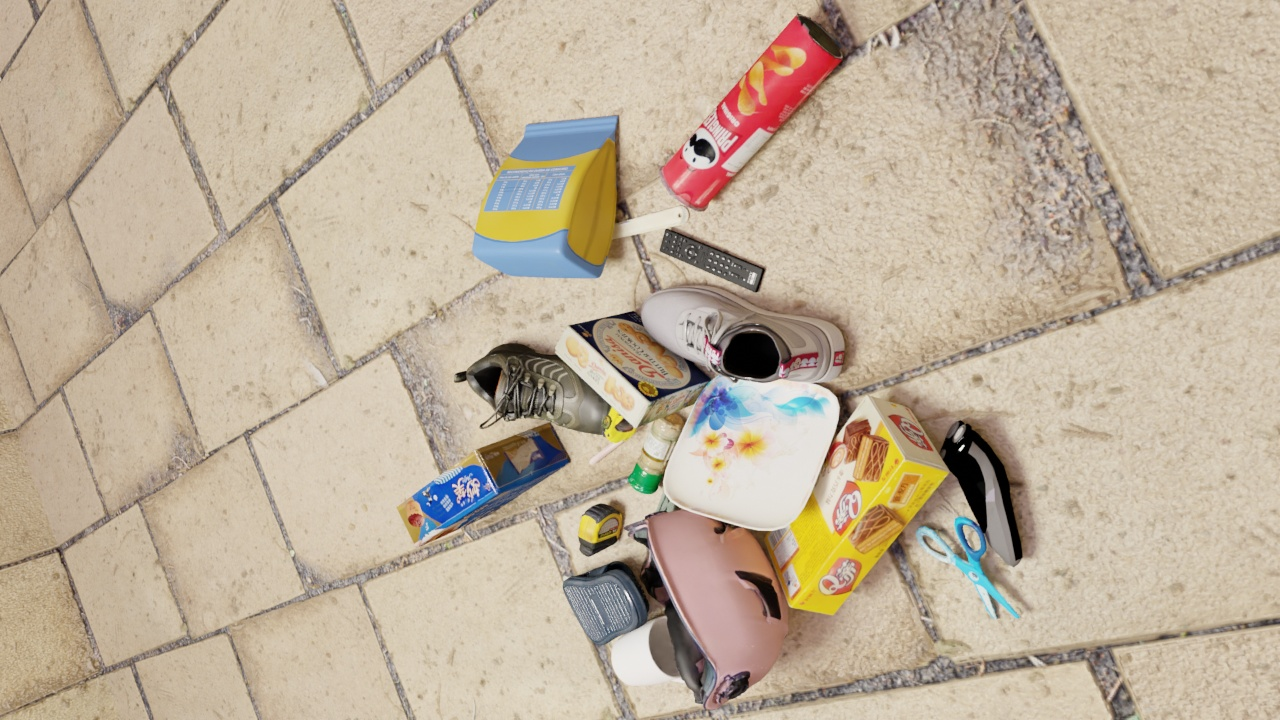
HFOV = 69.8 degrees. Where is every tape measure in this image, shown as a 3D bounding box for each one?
[{"bbox_3d":[-0.057,0.226,1.252,0.037,0.065,0.064,20,116,34],"label":"tape measure"}]

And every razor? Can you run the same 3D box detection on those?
[{"bbox_3d":[0.359,0.140,0.951,0.060,0.057,0.156,-32,90,7],"label":"razor"}]

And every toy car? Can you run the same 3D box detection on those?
[{"bbox_3d":[-0.015,0.060,1.183,0.030,0.049,0.107,33,106,44],"label":"toy car"}]

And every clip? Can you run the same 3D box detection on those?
[{"bbox_3d":[0.031,0.189,1.209,0.049,0.023,0.078,17,112,30],"label":"clip"}]

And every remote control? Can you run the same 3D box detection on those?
[{"bbox_3d":[0.084,-0.121,1.107,0.140,0.009,0.030,27,114,26],"label":"remote control"}]

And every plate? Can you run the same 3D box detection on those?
[{"bbox_3d":[0.128,0.102,1.058,0.187,0.016,0.186,10,65,37],"label":"plate"}]

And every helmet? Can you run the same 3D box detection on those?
[{"bbox_3d":[0.088,0.277,1.073,0.256,0.152,0.229,73,174,-51],"label":"helmet"}]

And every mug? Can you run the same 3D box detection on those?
[{"bbox_3d":[0.026,0.404,1.235,0.114,0.080,0.088,41,133,-16],"label":"mug"}]

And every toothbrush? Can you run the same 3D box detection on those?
[{"bbox_3d":[-0.013,0.091,1.222,0.182,0.015,0.018,-41,69,34],"label":"toothbrush"}]

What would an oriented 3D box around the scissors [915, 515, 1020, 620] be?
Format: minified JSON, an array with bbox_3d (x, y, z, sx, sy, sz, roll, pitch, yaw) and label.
[{"bbox_3d":[0.357,0.219,0.970,0.140,0.013,0.115,49,150,20],"label":"scissors"}]

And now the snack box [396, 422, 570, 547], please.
[{"bbox_3d":[-0.224,0.177,1.303,0.203,0.154,0.069,-35,80,35],"label":"snack box"}]

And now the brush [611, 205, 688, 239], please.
[{"bbox_3d":[-0.030,-0.167,1.180,0.218,0.012,0.033,-8,95,34],"label":"brush"}]

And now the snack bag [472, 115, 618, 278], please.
[{"bbox_3d":[-0.112,-0.214,1.175,0.159,0.102,0.205,5,77,34],"label":"snack bag"}]

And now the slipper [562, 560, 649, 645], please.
[{"bbox_3d":[-0.029,0.319,1.231,0.101,0.082,0.264,65,154,8],"label":"slipper"}]

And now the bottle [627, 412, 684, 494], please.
[{"bbox_3d":[0.020,0.119,1.188,0.043,0.043,0.111,34,117,25],"label":"bottle"}]

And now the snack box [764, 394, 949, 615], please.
[{"bbox_3d":[0.229,0.162,1.006,0.231,0.061,0.110,-61,25,28],"label":"snack box"}]

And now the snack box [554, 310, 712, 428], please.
[{"bbox_3d":[-0.007,0.007,1.118,0.144,0.144,0.043,42,120,20],"label":"snack box"}]

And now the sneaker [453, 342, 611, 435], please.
[{"bbox_3d":[-0.149,0.040,1.227,0.238,0.142,0.101,19,110,30],"label":"sneaker"}]

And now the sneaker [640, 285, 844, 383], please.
[{"bbox_3d":[0.092,-0.023,1.054,0.263,0.128,0.097,17,108,34],"label":"sneaker"}]

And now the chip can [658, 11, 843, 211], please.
[{"bbox_3d":[0.119,-0.270,1.013,0.234,0.073,0.073,-45,74,33],"label":"chip can"}]
